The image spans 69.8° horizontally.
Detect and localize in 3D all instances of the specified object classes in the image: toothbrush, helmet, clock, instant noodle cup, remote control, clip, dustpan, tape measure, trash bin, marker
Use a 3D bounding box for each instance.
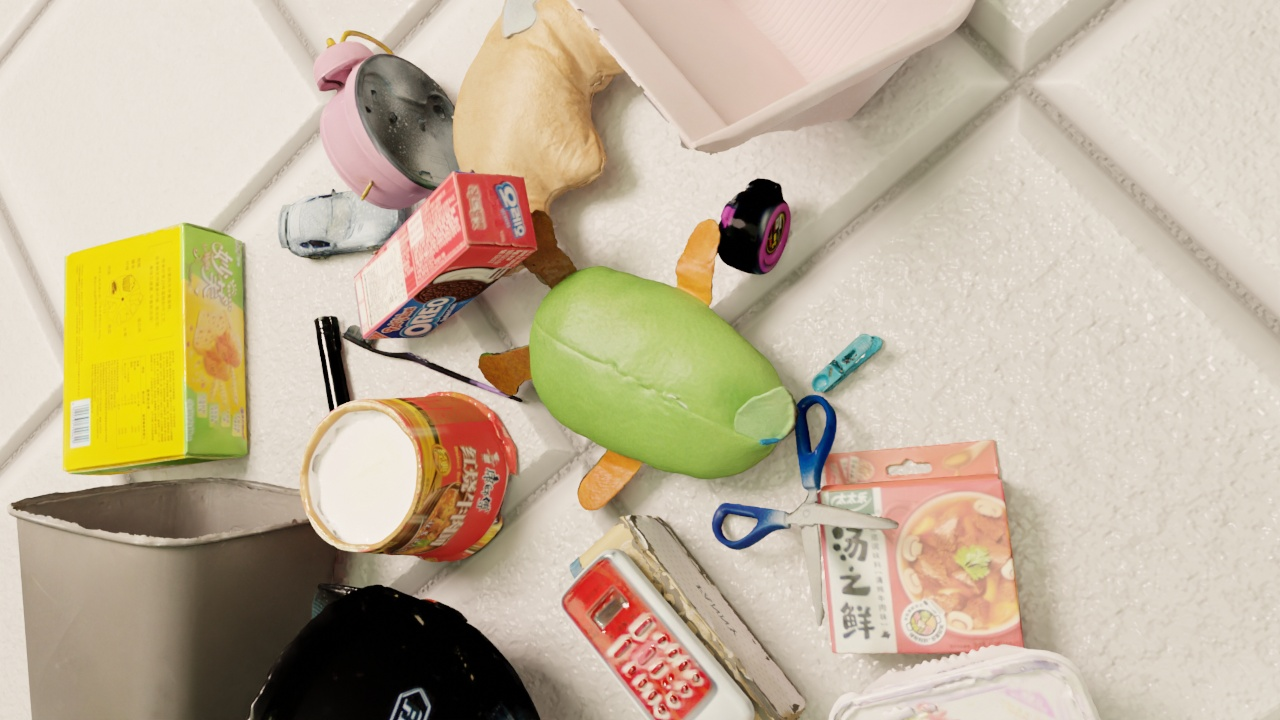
[{"bbox_3d":[-0.174,0.002,0.757,0.189,0.014,0.016,18,79,24],"label":"toothbrush"},{"bbox_3d":[-0.169,0.275,0.592,0.230,0.275,0.232,19,50,4],"label":"helmet"},{"bbox_3d":[-0.203,-0.196,0.739,0.060,0.117,0.158,-22,77,31],"label":"clock"},{"bbox_3d":[-0.182,0.087,0.697,0.138,0.108,0.138,-3,82,23],"label":"instant noodle cup"},{"bbox_3d":[0.007,0.179,0.558,0.056,0.020,0.136,-46,68,8],"label":"remote control"},{"bbox_3d":[0.139,0.002,0.620,0.056,0.038,0.013,-44,68,23],"label":"clip"},{"bbox_3d":[0.083,-0.260,0.578,0.222,0.272,0.139,52,129,17],"label":"dustpan"},{"bbox_3d":[0.077,-0.090,0.637,0.039,0.057,0.057,21,69,25],"label":"tape measure"},{"bbox_3d":[-0.358,0.215,0.722,0.199,0.198,0.220,5,93,25],"label":"trash bin"},{"bbox_3d":[-0.259,0.025,0.786,0.022,0.020,0.132,-19,76,19],"label":"marker"},{"bbox_3d":[0.199,0.240,0.522,0.138,0.060,0.173,-21,99,19],"label":"instant noodle cup"}]

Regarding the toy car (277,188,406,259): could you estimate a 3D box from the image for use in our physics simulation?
[{"bbox_3d":[-0.259,-0.120,0.796,0.121,0.036,0.054,-3,82,19],"label":"toy car"}]

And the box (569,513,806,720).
[{"bbox_3d":[0.035,0.187,0.604,0.059,0.089,0.184,-41,66,9],"label":"box"}]

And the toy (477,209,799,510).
[{"bbox_3d":[-0.004,0.004,0.642,0.247,0.089,0.227,28,109,21],"label":"toy"}]

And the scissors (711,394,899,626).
[{"bbox_3d":[0.100,0.092,0.584,0.163,0.012,0.175,-31,35,44],"label":"scissors"}]

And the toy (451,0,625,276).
[{"bbox_3d":[-0.086,-0.177,0.705,0.143,0.082,0.226,21,95,33],"label":"toy"}]

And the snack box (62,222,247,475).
[{"bbox_3d":[-0.445,-0.006,0.841,0.158,0.070,0.210,-9,80,22],"label":"snack box"}]

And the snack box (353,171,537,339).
[{"bbox_3d":[-0.152,-0.072,0.682,0.208,0.057,0.058,-25,73,51],"label":"snack box"}]

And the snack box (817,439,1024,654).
[{"bbox_3d":[0.173,0.117,0.578,0.113,0.044,0.127,-8,80,22],"label":"snack box"}]
